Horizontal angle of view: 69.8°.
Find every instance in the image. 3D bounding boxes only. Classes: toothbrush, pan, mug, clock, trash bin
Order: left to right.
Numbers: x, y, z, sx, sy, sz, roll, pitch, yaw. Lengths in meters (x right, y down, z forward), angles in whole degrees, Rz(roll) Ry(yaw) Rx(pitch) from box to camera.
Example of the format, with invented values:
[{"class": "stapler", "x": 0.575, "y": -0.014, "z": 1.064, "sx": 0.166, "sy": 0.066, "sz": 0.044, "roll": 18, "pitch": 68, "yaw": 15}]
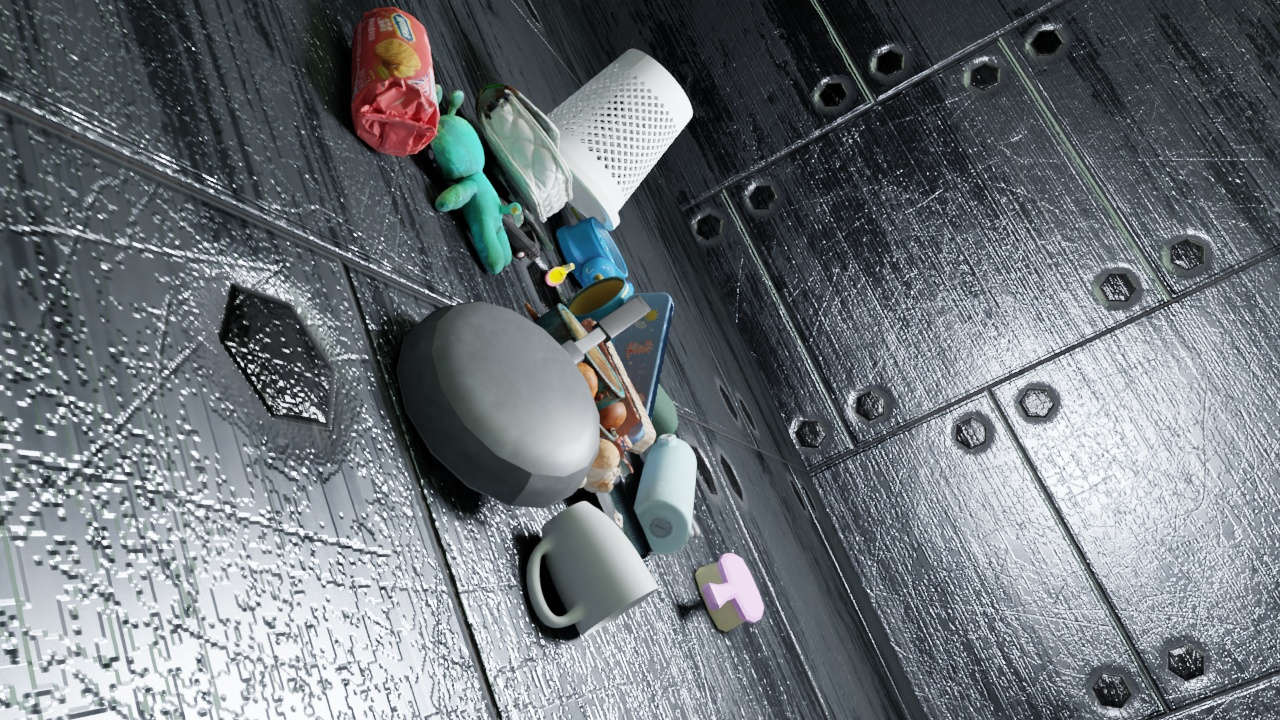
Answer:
[{"class": "toothbrush", "x": -0.104, "y": -0.113, "z": 1.189, "sx": 0.135, "sy": 0.016, "sz": 0.021, "roll": -65, "pitch": 131, "yaw": -76}, {"class": "pan", "x": -0.064, "y": -0.003, "z": 0.781, "sx": 0.178, "sy": 0.041, "sz": 0.356, "roll": 50, "pitch": 30, "yaw": 0}, {"class": "clock", "x": -0.069, "y": 0.022, "z": 0.897, "sx": 0.121, "sy": 0.073, "sz": 0.157, "roll": 50, "pitch": 6, "yaw": -47}, {"class": "mug", "x": -0.050, "y": 0.165, "z": 0.720, "sx": 0.107, "sy": 0.071, "sz": 0.089, "roll": -13, "pitch": 65, "yaw": -49}, {"class": "clock", "x": -0.061, "y": -0.135, "z": 1.311, "sx": 0.161, "sy": 0.060, "sz": 0.117, "roll": 65, "pitch": 11, "yaw": 27}, {"class": "mug", "x": -0.042, "y": -0.045, "z": 1.183, "sx": 0.112, "sy": 0.084, "sz": 0.104, "roll": 27, "pitch": -29, "yaw": 57}, {"class": "trash bin", "x": -0.041, "y": -0.328, "z": 1.324, "sx": 0.195, "sy": 0.199, "sz": 0.195, "roll": 43, "pitch": -6, "yaw": 5}]

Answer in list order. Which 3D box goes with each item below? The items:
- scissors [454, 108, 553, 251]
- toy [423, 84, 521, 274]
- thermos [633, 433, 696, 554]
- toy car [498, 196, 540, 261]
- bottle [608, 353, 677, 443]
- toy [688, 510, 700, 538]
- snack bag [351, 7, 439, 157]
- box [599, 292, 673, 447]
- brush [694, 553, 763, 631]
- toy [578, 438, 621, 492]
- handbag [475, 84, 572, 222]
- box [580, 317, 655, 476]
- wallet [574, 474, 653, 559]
[{"class": "scissors", "x": -0.164, "y": -0.214, "z": 1.123, "sx": 0.202, "sy": 0.015, "sz": 0.202, "roll": 55, "pitch": -3, "yaw": 13}, {"class": "toy", "x": -0.173, "y": -0.186, "z": 0.947, "sx": 0.130, "sy": 0.072, "sz": 0.193, "roll": -72, "pitch": 143, "yaw": -74}, {"class": "thermos", "x": 0.030, "y": 0.149, "z": 1.063, "sx": 0.206, "sy": 0.065, "sz": 0.078, "roll": -70, "pitch": 151, "yaw": -74}, {"class": "toy car", "x": -0.144, "y": -0.152, "z": 1.057, "sx": 0.092, "sy": 0.037, "sz": 0.040, "roll": 46, "pitch": 21, "yaw": -54}, {"class": "bottle", "x": -0.010, "y": 0.041, "z": 1.142, "sx": 0.131, "sy": 0.061, "sz": 0.061, "roll": 54, "pitch": 17, "yaw": -37}, {"class": "toy", "x": 0.050, "y": 0.175, "z": 1.180, "sx": 0.049, "sy": 0.030, "sz": 0.111, "roll": 8, "pitch": 59, "yaw": -57}, {"class": "snack bag", "x": -0.228, "y": -0.258, "z": 0.851, "sx": 0.082, "sy": 0.082, "sz": 0.176, "roll": 51, "pitch": 17, "yaw": -44}, {"class": "box", "x": -0.007, "y": 0.004, "z": 1.060, "sx": 0.037, "sy": 0.066, "sz": 0.209, "roll": 54, "pitch": 39, "yaw": -48}, {"class": "brush", "x": 0.098, "y": 0.284, "z": 1.111, "sx": 0.089, "sy": 0.043, "sz": 0.228, "roll": 66, "pitch": 12, "yaw": 16}, {"class": "toy", "x": -0.054, "y": 0.089, "z": 0.812, "sx": 0.106, "sy": 0.074, "sz": 0.085, "roll": 41, "pitch": 18, "yaw": -37}, {"class": "handbag", "x": -0.135, "y": -0.250, "z": 1.112, "sx": 0.139, "sy": 0.072, "sz": 0.195, "roll": 54, "pitch": -3, "yaw": -3}, {"class": "box", "x": -0.039, "y": 0.039, "z": 0.994, "sx": 0.048, "sy": 0.085, "sz": 0.187, "roll": 16, "pitch": 35, "yaw": -39}, {"class": "wallet", "x": -0.026, "y": 0.157, "z": 0.900, "sx": 0.089, "sy": 0.026, "sz": 0.115, "roll": 65, "pitch": 11, "yaw": 15}]
